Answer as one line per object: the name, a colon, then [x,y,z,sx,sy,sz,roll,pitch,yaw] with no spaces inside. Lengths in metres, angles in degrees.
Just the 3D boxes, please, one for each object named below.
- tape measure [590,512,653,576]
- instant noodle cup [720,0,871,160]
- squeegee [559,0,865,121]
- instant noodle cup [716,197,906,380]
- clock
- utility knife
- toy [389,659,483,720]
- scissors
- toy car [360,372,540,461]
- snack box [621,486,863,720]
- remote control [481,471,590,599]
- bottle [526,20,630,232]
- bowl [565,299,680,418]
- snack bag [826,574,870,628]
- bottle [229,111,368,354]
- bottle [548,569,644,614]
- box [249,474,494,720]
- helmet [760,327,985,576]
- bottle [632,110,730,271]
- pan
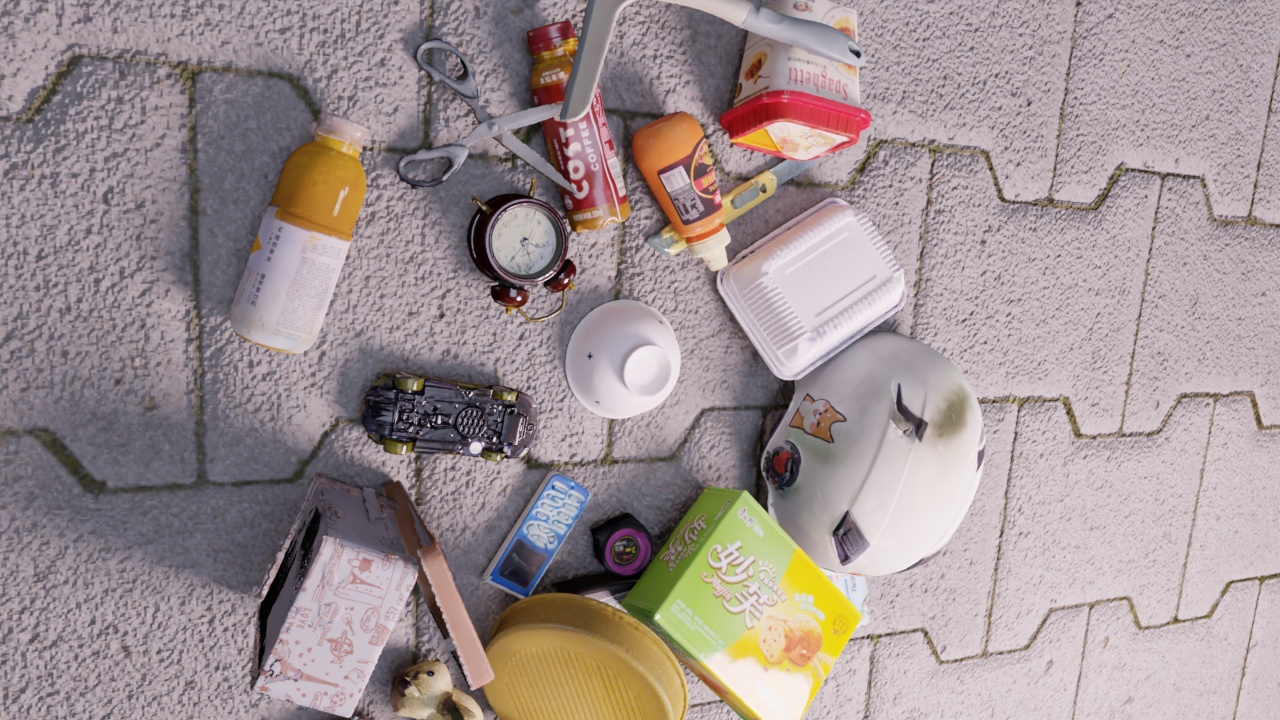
tape measure: [-0.018,0.183,0.913,0.057,0.039,0.058,-24,105,-18]
instant noodle cup: [0.147,-0.264,0.857,0.116,0.117,0.124,8,85,-25]
squeegee: [0.078,-0.289,0.770,0.246,0.039,0.246,13,77,-6]
instant noodle cup: [0.178,-0.078,0.906,0.173,0.060,0.138,-33,87,-16]
clock: [-0.102,-0.093,0.806,0.082,0.055,0.122,-23,107,-19]
utility knife: [0.099,-0.162,0.908,0.215,0.022,0.031,-35,117,-18]
toy: [-0.159,0.333,0.849,0.157,0.105,0.066,35,58,-10]
scissors: [-0.127,-0.191,0.766,0.179,0.014,0.159,43,97,-2]
toy car: [-0.167,0.051,0.816,0.158,0.042,0.070,10,97,-24]
snack box: [0.106,0.252,0.921,0.210,0.070,0.157,47,67,-18]
remote control: [-0.099,0.167,0.881,0.049,0.024,0.125,35,85,-26]
bottle: [-0.056,-0.203,0.802,0.057,0.057,0.175,-21,108,-19]
bowl: [-0.005,0.005,0.866,0.118,0.065,0.118,-5,104,-23]
snack bag: [0.177,0.286,1.021,0.190,0.039,0.110,-23,102,-20]
bottle: [-0.264,-0.101,0.726,0.068,0.068,0.189,19,93,-26]
bottle: [0.001,0.252,0.934,0.194,0.044,0.080,-1,104,-25]
box: [-0.203,0.190,0.756,0.174,0.182,0.152,27,90,-23]
helmet: [0.257,0.104,0.940,0.230,0.157,0.274,17,86,-25]
bottle: [0.046,-0.152,0.851,0.066,0.067,0.149,-30,109,-16]
pan: [-0.033,0.364,0.901,0.198,0.078,0.358,-2,118,22]
